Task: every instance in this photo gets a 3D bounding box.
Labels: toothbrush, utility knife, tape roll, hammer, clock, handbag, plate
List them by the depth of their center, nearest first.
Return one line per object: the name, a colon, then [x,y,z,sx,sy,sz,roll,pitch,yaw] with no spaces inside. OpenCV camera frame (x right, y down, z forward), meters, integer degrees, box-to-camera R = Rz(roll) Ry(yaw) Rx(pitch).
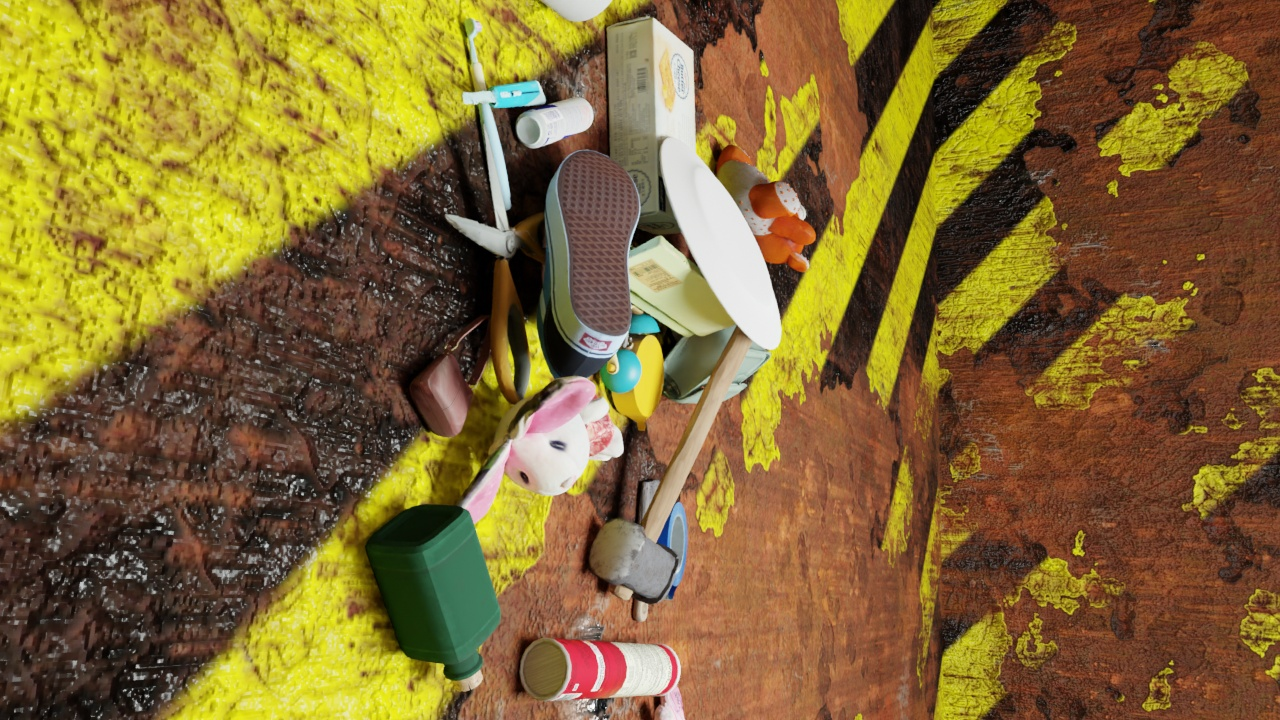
handbag: [-0.136,0.001,0.708,0.119,0.029,0.055,-68,146,-48]
utility knife: [-0.112,-0.215,0.754,0.161,0.015,0.022,-54,128,-66]
toothbrush: [-0.125,-0.201,0.757,0.022,0.016,0.155,-144,-136,-75]
hammer: [0.050,0.088,0.931,0.098,0.052,0.327,46,65,-51]
clock: [-0.006,0.006,0.941,0.130,0.044,0.098,71,30,-41]
plate: [0.092,-0.124,0.947,0.242,0.016,0.242,48,27,-35]
tape roll: [0.032,0.199,0.997,0.091,0.016,0.093,-55,143,-63]
handbag: [0.086,0.005,1.055,0.067,0.106,0.121,50,18,19]

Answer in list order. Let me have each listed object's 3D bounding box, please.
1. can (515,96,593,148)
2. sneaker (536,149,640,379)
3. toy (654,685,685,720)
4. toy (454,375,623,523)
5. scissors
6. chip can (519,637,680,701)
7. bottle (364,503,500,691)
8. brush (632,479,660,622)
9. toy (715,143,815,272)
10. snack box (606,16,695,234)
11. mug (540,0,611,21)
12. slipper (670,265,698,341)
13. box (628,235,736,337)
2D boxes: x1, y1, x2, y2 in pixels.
can: [-0.078,-0.216,0.832,0.095,0.032,0.032,-43,124,-56]
sneaker: [-0.057,-0.082,0.793,0.083,0.099,0.240,19,46,-21]
toy: [0.039,0.402,0.977,0.063,0.047,0.110,-47,125,-65]
toy: [-0.072,0.067,0.749,0.084,0.159,0.194,45,12,15]
scissors: [-0.102,-0.083,0.762,0.229,0.016,0.225,-42,128,-66]
chip can: [-0.031,0.285,0.847,0.214,0.052,0.051,32,59,-58]
bottle: [-0.138,0.171,0.640,0.061,0.061,0.131,-40,122,-55]
brush: [0.006,0.199,0.972,0.039,0.012,0.151,30,62,-59]
toy: [0.171,-0.198,1.224,0.093,0.164,0.172,-41,138,-2]
snack box: [0.014,-0.247,0.988,0.104,0.058,0.208,5,83,-63]
mug: [-0.080,-0.370,0.811,0.096,0.079,0.112,10,50,-62]
slipper: [0.105,-0.089,1.149,0.273,0.054,0.114,-40,123,-58]
box: [0.018,-0.075,0.913,0.188,0.128,0.066,30,82,-52]
